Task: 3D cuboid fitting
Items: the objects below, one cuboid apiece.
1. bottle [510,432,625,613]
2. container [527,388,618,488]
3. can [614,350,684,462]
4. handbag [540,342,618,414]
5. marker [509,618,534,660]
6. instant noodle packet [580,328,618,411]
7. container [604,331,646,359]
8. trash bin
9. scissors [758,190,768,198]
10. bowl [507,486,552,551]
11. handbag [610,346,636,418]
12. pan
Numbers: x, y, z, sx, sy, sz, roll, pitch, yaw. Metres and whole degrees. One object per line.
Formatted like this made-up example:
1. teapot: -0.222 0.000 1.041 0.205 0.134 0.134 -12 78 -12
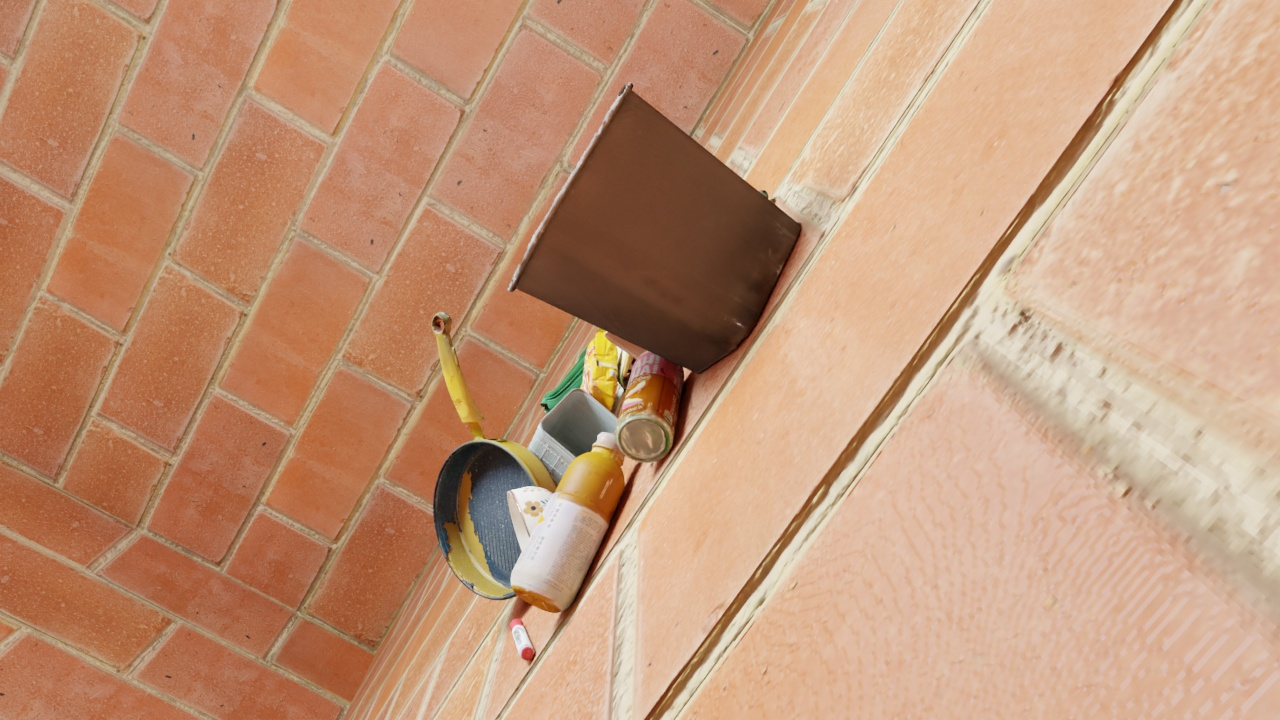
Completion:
1. bottle: -0.065 0.161 0.939 0.189 0.068 0.068 -63 9 -26
2. container: -0.089 0.112 1.154 0.089 0.090 0.112 -46 -6 -42
3. can: 0.011 0.043 0.935 0.058 0.058 0.147 -55 9 26
4. handbag: -0.083 0.027 1.354 0.120 0.068 0.131 -23 26 54
5. marker: -0.130 0.304 1.002 0.017 0.017 0.145 -61 8 -10
6. instant noodle packet: -0.057 0.038 1.203 0.129 0.044 0.110 108 164 -44
7. container: 0.029 -0.057 1.100 0.110 0.090 0.090 -58 7 -18
8. trash bin: 0.016 -0.116 0.911 0.198 0.219 0.199 -63 8 -20
9. scissors: 0.095 -0.157 1.071 0.143 0.019 0.179 -49 -13 30
10. bowl: -0.101 0.189 1.013 0.062 0.113 0.114 -16 -5 -17
11. handbag: -0.007 0.007 1.236 0.163 0.063 0.179 -142 68 -82
12. pan: -0.199 0.117 1.126 0.198 0.357 0.078 -8 -2 37
